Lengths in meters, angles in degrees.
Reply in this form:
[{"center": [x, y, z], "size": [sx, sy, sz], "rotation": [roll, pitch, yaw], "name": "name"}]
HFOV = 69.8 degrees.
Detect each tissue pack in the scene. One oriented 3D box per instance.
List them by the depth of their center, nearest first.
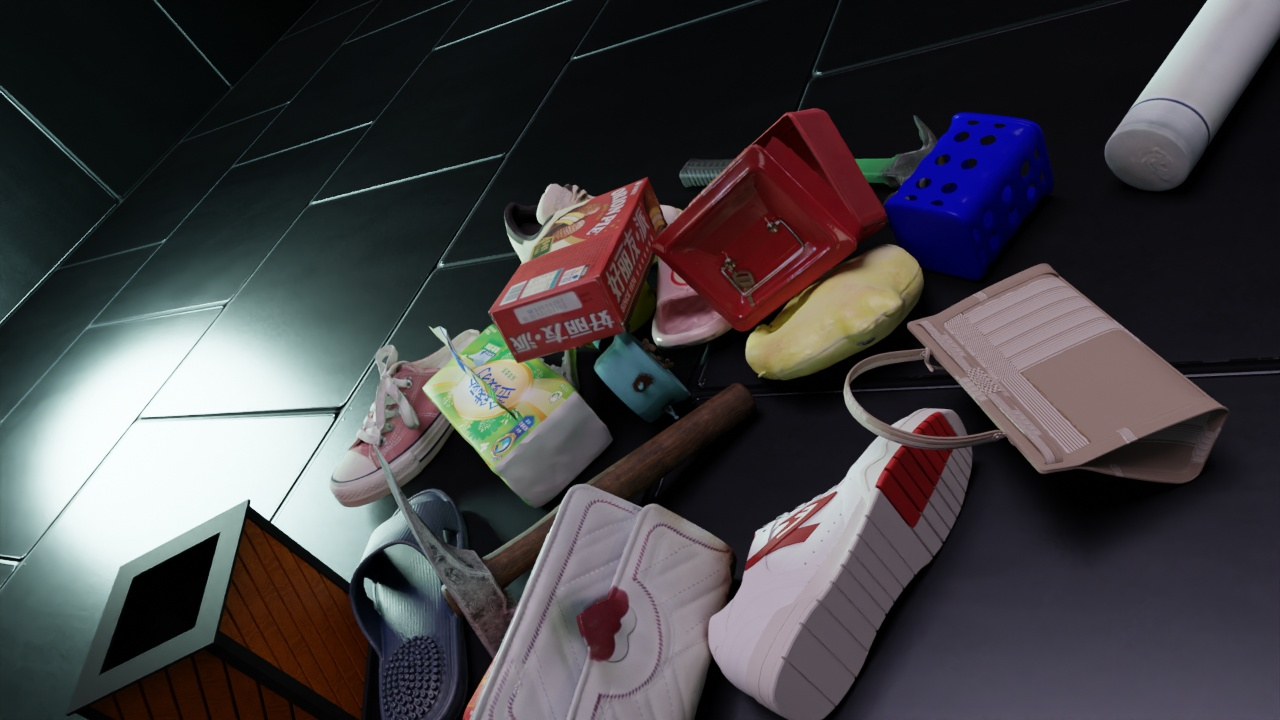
[{"center": [-0.138, 0.030, 0.873], "size": [0.120, 0.141, 0.198], "rotation": [-47, 39, -15], "name": "tissue pack"}]

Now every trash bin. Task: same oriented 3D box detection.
[{"center": [-0.335, 0.244, 0.771], "size": [0.140, 0.172, 0.139], "rotation": [-27, 38, 11], "name": "trash bin"}]

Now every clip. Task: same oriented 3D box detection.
[{"center": [-0.079, 0.011, 0.948], "size": [0.061, 0.023, 0.075], "rotation": [-36, 35, 2], "name": "clip"}]

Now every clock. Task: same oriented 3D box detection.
[{"center": [-0.005, 0.005, 0.845], "size": [0.053, 0.090, 0.124], "rotation": [-45, 38, 4], "name": "clock"}, {"center": [-0.039, -0.059, 0.961], "size": [0.119, 0.057, 0.083], "rotation": [-35, 37, -2], "name": "clock"}]

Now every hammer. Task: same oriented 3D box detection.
[{"center": [-0.039, 0.078, 0.724], "size": [0.300, 0.218, 0.037], "rotation": [-33, 36, -17], "name": "hammer"}, {"center": [0.169, -0.202, 0.979], "size": [0.319, 0.032, 0.130], "rotation": [10, 57, 44], "name": "hammer"}]

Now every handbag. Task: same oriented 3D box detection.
[{"center": [0.232, 0.015, 0.605], "size": [0.197, 0.062, 0.175], "rotation": [-8, 36, -11], "name": "handbag"}, {"center": [-0.022, 0.197, 0.619], "size": [0.142, 0.096, 0.198], "rotation": [21, 54, -1], "name": "handbag"}]

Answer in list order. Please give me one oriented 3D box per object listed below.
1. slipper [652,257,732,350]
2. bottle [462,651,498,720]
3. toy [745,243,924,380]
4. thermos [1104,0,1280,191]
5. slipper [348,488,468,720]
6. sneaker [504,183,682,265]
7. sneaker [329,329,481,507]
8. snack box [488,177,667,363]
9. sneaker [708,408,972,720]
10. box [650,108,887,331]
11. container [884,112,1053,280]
[{"center": [0.068, -0.100, 0.923], "size": [0.107, 0.056, 0.221], "rotation": [-9, 47, 29], "name": "slipper"}, {"center": [-0.074, 0.221, 0.688], "size": [0.062, 0.062, 0.137], "rotation": [4, 51, 40], "name": "bottle"}, {"center": [0.165, -0.040, 0.779], "size": [0.170, 0.064, 0.155], "rotation": [-38, 18, -9], "name": "toy"}, {"center": [0.468, -0.239, 0.759], "size": [0.068, 0.068, 0.229], "rotation": [21, 65, 48], "name": "thermos"}, {"center": [-0.209, 0.202, 0.795], "size": [0.101, 0.082, 0.263], "rotation": [-31, 38, 9], "name": "slipper"}, {"center": [-0.060, -0.162, 1.050], "size": [0.242, 0.102, 0.088], "rotation": [-2, 48, 35], "name": "sneaker"}, {"center": [-0.252, 0.048, 0.987], "size": [0.118, 0.088, 0.240], "rotation": [16, 59, 46], "name": "sneaker"}, {"center": [-0.052, -0.093, 0.886], "size": [0.113, 0.060, 0.235], "rotation": [-17, 27, 21], "name": "snack box"}, {"center": [0.128, 0.122, 0.628], "size": [0.104, 0.090, 0.236], "rotation": [13, 62, 53], "name": "sneaker"}, {"center": [0.119, -0.123, 0.811], "size": [0.158, 0.137, 0.126], "rotation": [-37, 9, 44], "name": "box"}, {"center": [0.279, -0.139, 0.783], "size": [0.113, 0.084, 0.085], "rotation": [-49, 41, -15], "name": "container"}]
